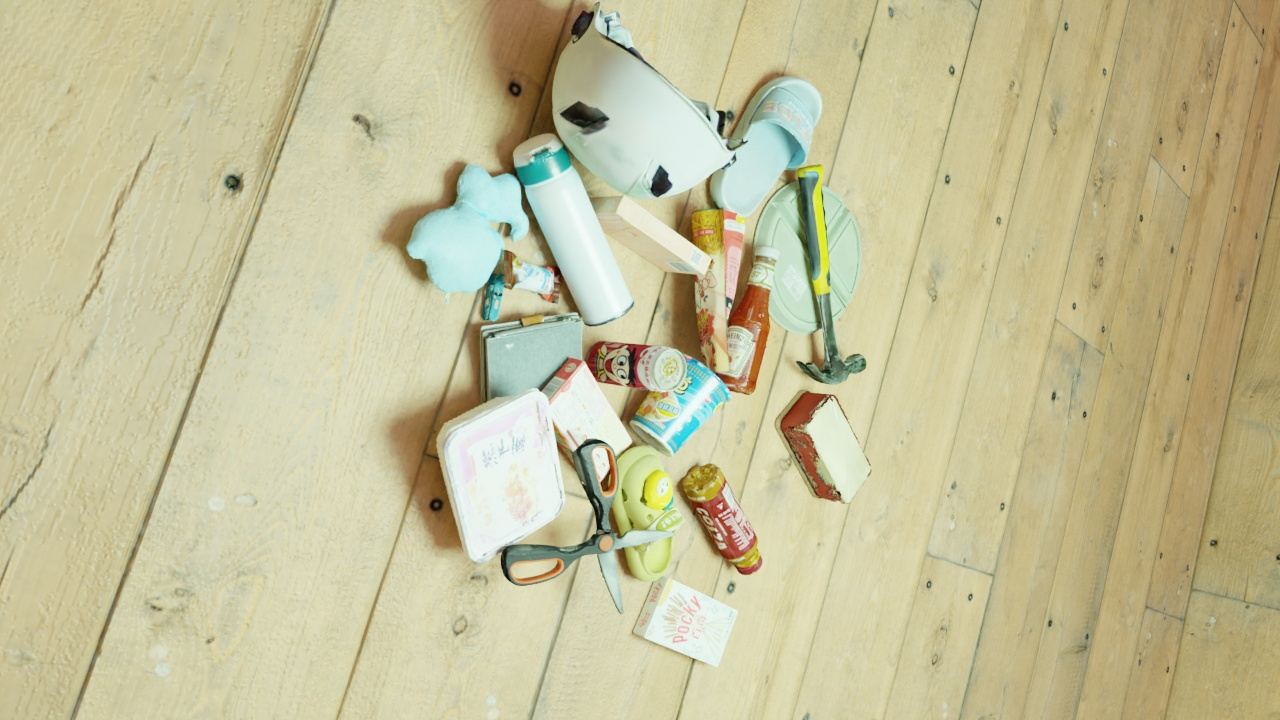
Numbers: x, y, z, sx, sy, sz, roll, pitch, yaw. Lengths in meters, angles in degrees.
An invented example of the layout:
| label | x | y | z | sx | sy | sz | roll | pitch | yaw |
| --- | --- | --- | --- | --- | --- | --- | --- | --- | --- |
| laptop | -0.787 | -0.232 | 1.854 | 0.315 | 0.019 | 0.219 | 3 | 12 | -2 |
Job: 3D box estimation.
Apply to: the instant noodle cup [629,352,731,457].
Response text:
| label | x | y | z | sx | sy | sz | roll | pitch | yaw |
| --- | --- | --- | --- | --- | --- | --- | --- | --- | --- |
| instant noodle cup | 0.045 | 0.061 | 1.180 | 0.109 | 0.099 | 0.099 | -50 | 122 | -14 |

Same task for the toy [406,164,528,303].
| label | x | y | z | sx | sy | sz | roll | pitch | yaw |
| --- | --- | --- | --- | --- | --- | --- | --- | --- | --- |
| toy | -0.185 | -0.137 | 0.998 | 0.161 | 0.050 | 0.156 | 7 | 84 | -48 |

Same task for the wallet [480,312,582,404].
| label | x | y | z | sx | sy | sz | roll | pitch | yaw |
| --- | --- | --- | --- | --- | --- | --- | --- | --- | --- |
| wallet | -0.127 | -0.001 | 1.066 | 0.129 | 0.037 | 0.107 | -13 | 113 | -37 |

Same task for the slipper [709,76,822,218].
| label | x | y | z | sx | sy | sz | roll | pitch | yaw |
| --- | --- | --- | --- | --- | --- | --- | --- | --- | --- |
| slipper | 0.181 | -0.296 | 1.261 | 0.104 | 0.074 | 0.245 | 45 | 68 | -31 |

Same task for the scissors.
| label | x | y | z | sx | sy | sz | roll | pitch | yaw |
| --- | --- | --- | --- | --- | --- | --- | --- | --- | --- |
| scissors | -0.055 | 0.197 | 1.068 | 0.230 | 0.022 | 0.221 | -2 | 101 | -31 |

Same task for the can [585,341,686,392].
| label | x | y | z | sx | sy | sz | roll | pitch | yaw |
| --- | --- | --- | --- | --- | --- | --- | --- | --- | --- |
| can | -0.007 | 0.006 | 1.100 | 0.053 | 0.133 | 0.053 | -5 | 97 | -39 |

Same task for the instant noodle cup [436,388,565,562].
| label | x | y | z | sx | sy | sz | roll | pitch | yaw |
| --- | --- | --- | --- | --- | --- | --- | --- | --- | --- |
| instant noodle cup | -0.162 | 0.120 | 1.017 | 0.137 | 0.060 | 0.174 | -28 | 123 | -34 |

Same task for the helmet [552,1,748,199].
| label | x | y | z | sx | sy | sz | roll | pitch | yaw |
| --- | --- | --- | --- | --- | --- | --- | --- | --- | --- |
| helmet | -0.011 | -0.267 | 1.023 | 0.229 | 0.258 | 0.146 | 37 | 108 | -19 |

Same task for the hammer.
| label | x | y | z | sx | sy | sz | roll | pitch | yaw |
| --- | --- | --- | --- | --- | --- | --- | --- | --- | --- |
| hammer | 0.263 | -0.120 | 1.336 | 0.125 | 0.032 | 0.323 | -21 | 108 | -36 |

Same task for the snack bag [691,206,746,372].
| label | x | y | z | sx | sy | sz | roll | pitch | yaw |
| --- | --- | --- | --- | --- | --- | --- | --- | --- | --- |
| snack bag | 0.099 | -0.089 | 1.198 | 0.073 | 0.128 | 0.208 | 2 | 90 | -4 |

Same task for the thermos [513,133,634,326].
| label | x | y | z | sx | sy | sz | roll | pitch | yaw |
| --- | --- | --- | --- | --- | --- | --- | --- | --- | --- |
| thermos | -0.080 | -0.152 | 1.069 | 0.073 | 0.073 | 0.224 | -38 | 117 | -30 |

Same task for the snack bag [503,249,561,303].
| label | x | y | z | sx | sy | sz | roll | pitch | yaw |
| --- | --- | --- | --- | --- | --- | --- | --- | --- | --- |
| snack bag | -0.124 | -0.095 | 1.050 | 0.104 | 0.026 | 0.048 | 18 | 71 | -63 |

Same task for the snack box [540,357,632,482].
| label | x | y | z | sx | sy | sz | roll | pitch | yaw |
| --- | --- | --- | --- | --- | --- | --- | --- | --- | --- |
| snack box | -0.067 | 0.076 | 1.104 | 0.076 | 0.027 | 0.156 | -51 | 136 | -23 |

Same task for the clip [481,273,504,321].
| label | x | y | z | sx | sy | sz | roll | pitch | yaw |
| --- | --- | --- | --- | --- | --- | --- | --- | --- | --- |
| clip | -0.166 | -0.072 | 1.037 | 0.014 | 0.046 | 0.057 | 9 | 92 | -42 |

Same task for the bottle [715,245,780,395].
| label | x | y | z | sx | sy | sz | roll | pitch | yaw |
| --- | --- | --- | --- | --- | --- | --- | --- | --- | --- |
| bottle | 0.153 | -0.057 | 1.267 | 0.059 | 0.060 | 0.206 | 17 | 86 | -39 |

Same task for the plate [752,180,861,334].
| label | x | y | z | sx | sy | sz | roll | pitch | yaw |
| --- | --- | --- | --- | --- | --- | --- | --- | --- | --- |
| plate | 0.255 | -0.153 | 1.365 | 0.229 | 0.028 | 0.230 | -4 | 96 | -38 |

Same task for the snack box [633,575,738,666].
| label | x | y | z | sx | sy | sz | roll | pitch | yaw |
| --- | --- | --- | --- | --- | --- | --- | --- | --- | --- |
| snack box | 0.065 | 0.359 | 1.262 | 0.156 | 0.027 | 0.084 | 34 | 74 | -37 |

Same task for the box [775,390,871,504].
| label | x | y | z | sx | sy | sz | roll | pitch | yaw |
| --- | --- | --- | --- | --- | --- | --- | --- | --- | --- |
| box | 0.283 | 0.133 | 1.382 | 0.091 | 0.078 | 0.168 | -46 | 120 | -27 |

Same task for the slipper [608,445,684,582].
| label | x | y | z | sx | sy | sz | roll | pitch | yaw |
| --- | --- | --- | --- | --- | --- | --- | --- | --- | --- |
| slipper | 0.021 | 0.199 | 1.170 | 0.091 | 0.082 | 0.191 | -31 | 120 | -46 |

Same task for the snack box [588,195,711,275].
| label | x | y | z | sx | sy | sz | roll | pitch | yaw |
| --- | --- | --- | --- | --- | --- | --- | --- | --- | --- |
| snack box | 0.006 | -0.153 | 1.127 | 0.157 | 0.085 | 0.026 | 30 | 79 | -37 |

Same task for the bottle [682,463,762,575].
| label | x | y | z | sx | sy | sz | roll | pitch | yaw |
| --- | --- | --- | --- | --- | --- | --- | --- | --- | --- |
| bottle | 0.119 | 0.224 | 1.271 | 0.057 | 0.058 | 0.175 | -43 | 119 | -28 |
